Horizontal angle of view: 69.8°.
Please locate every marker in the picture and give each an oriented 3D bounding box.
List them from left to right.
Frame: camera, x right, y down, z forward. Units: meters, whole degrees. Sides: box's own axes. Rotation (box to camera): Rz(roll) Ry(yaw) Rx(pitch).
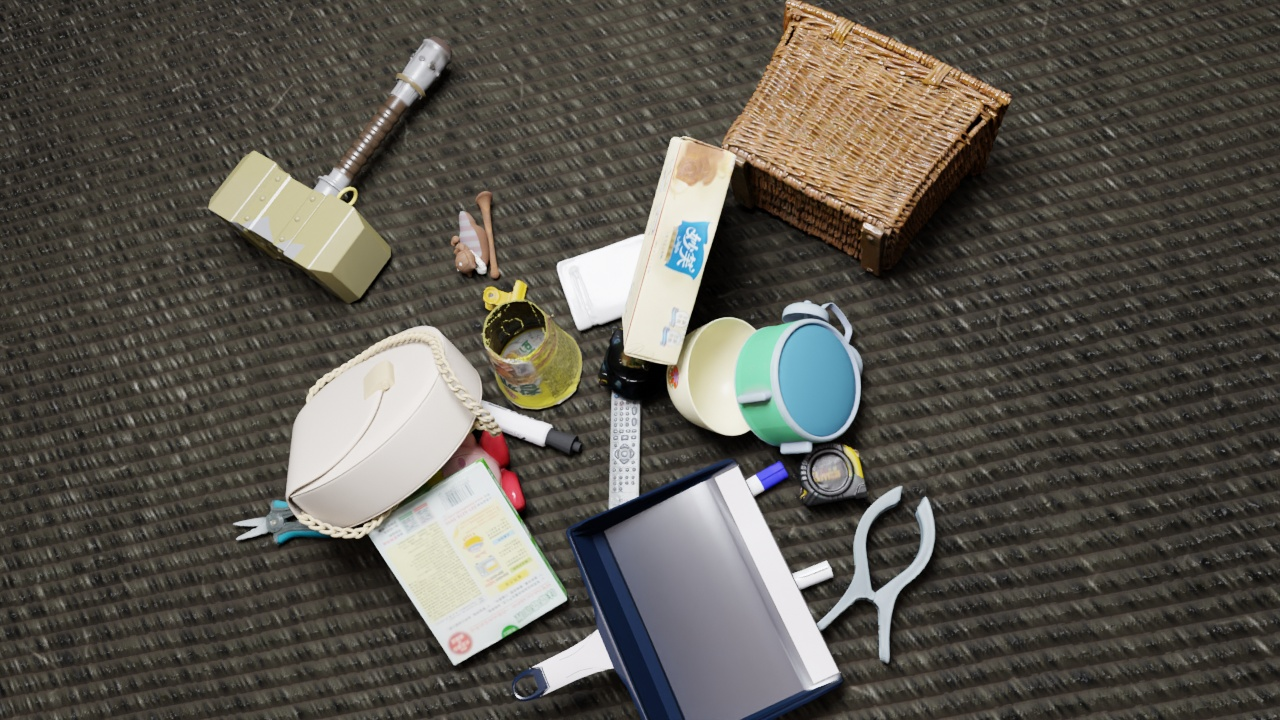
[{"bbox_3d":[-0.121,0.073,0.986,0.126,0.025,0.025,18,75,15],"label":"marker"},{"bbox_3d":[0.084,0.145,0.931,0.141,0.020,0.020,-30,69,-2],"label":"marker"},{"bbox_3d":[0.124,0.227,0.897,0.133,0.020,0.017,-21,50,2],"label":"marker"}]

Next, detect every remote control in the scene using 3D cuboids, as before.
[{"bbox_3d":[-0.016,0.095,0.967,0.033,0.013,0.136,-2,71,9],"label":"remote control"}]

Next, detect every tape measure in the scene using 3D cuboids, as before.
[{"bbox_3d":[-0.006,0.006,0.976,0.072,0.042,0.071,14,54,10],"label":"tape measure"},{"bbox_3d":[0.188,0.112,0.918,0.067,0.038,0.062,-12,78,8],"label":"tape measure"}]

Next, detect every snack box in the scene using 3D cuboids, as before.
[{"bbox_3d":[-0.171,0.199,0.909,0.132,0.027,0.168,-30,100,-1],"label":"snack box"},{"bbox_3d":[0.033,-0.115,0.913,0.055,0.153,0.207,15,104,-5],"label":"snack box"}]

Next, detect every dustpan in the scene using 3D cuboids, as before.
[{"bbox_3d":[0.011,0.252,0.864,0.273,0.080,0.236,-28,72,9],"label":"dustpan"}]

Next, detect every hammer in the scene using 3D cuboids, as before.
[{"bbox_3d":[-0.330,-0.253,1.090,0.190,0.101,0.324,30,78,17],"label":"hammer"}]

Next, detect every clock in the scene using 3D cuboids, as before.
[{"bbox_3d":[0.164,0.009,0.918,0.122,0.076,0.161,48,59,-20],"label":"clock"}]

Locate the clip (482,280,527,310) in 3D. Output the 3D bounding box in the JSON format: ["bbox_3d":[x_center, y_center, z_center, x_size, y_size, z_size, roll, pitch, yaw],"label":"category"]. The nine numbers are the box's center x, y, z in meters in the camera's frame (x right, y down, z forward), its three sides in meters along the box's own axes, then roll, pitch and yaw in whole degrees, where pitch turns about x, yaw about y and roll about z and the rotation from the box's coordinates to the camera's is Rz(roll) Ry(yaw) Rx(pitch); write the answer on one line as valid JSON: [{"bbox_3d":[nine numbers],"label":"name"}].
[{"bbox_3d":[-0.157,-0.066,1.046,0.046,0.035,0.053,13,75,-6],"label":"clip"}]

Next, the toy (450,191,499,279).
[{"bbox_3d":[-0.192,-0.142,1.063,0.054,0.042,0.101,-6,78,-17],"label":"toy"}]

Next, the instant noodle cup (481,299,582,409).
[{"bbox_3d":[-0.118,-0.011,0.969,0.102,0.108,0.102,-3,69,7],"label":"instant noodle cup"}]

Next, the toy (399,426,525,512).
[{"bbox_3d":[-0.191,0.141,0.958,0.131,0.097,0.124,-20,91,-13],"label":"toy"}]

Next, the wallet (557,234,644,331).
[{"bbox_3d":[-0.029,-0.086,1.025,0.116,0.032,0.086,-15,80,1],"label":"wallet"}]

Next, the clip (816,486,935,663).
[{"bbox_3d":[0.247,0.207,0.880,0.108,0.028,0.163,26,78,18],"label":"clip"}]

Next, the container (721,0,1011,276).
[{"bbox_3d":[0.217,-0.222,0.965,0.250,0.162,0.183,32,84,17],"label":"container"}]

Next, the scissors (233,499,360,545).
[{"bbox_3d":[-0.366,0.169,0.996,0.122,0.019,0.149,40,87,15],"label":"scissors"}]

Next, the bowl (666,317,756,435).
[{"bbox_3d":[0.069,0.018,0.943,0.074,0.118,0.117,-5,63,53],"label":"bowl"}]

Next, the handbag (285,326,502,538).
[{"bbox_3d":[-0.258,0.067,0.934,0.208,0.103,0.210,-37,31,3],"label":"handbag"}]
